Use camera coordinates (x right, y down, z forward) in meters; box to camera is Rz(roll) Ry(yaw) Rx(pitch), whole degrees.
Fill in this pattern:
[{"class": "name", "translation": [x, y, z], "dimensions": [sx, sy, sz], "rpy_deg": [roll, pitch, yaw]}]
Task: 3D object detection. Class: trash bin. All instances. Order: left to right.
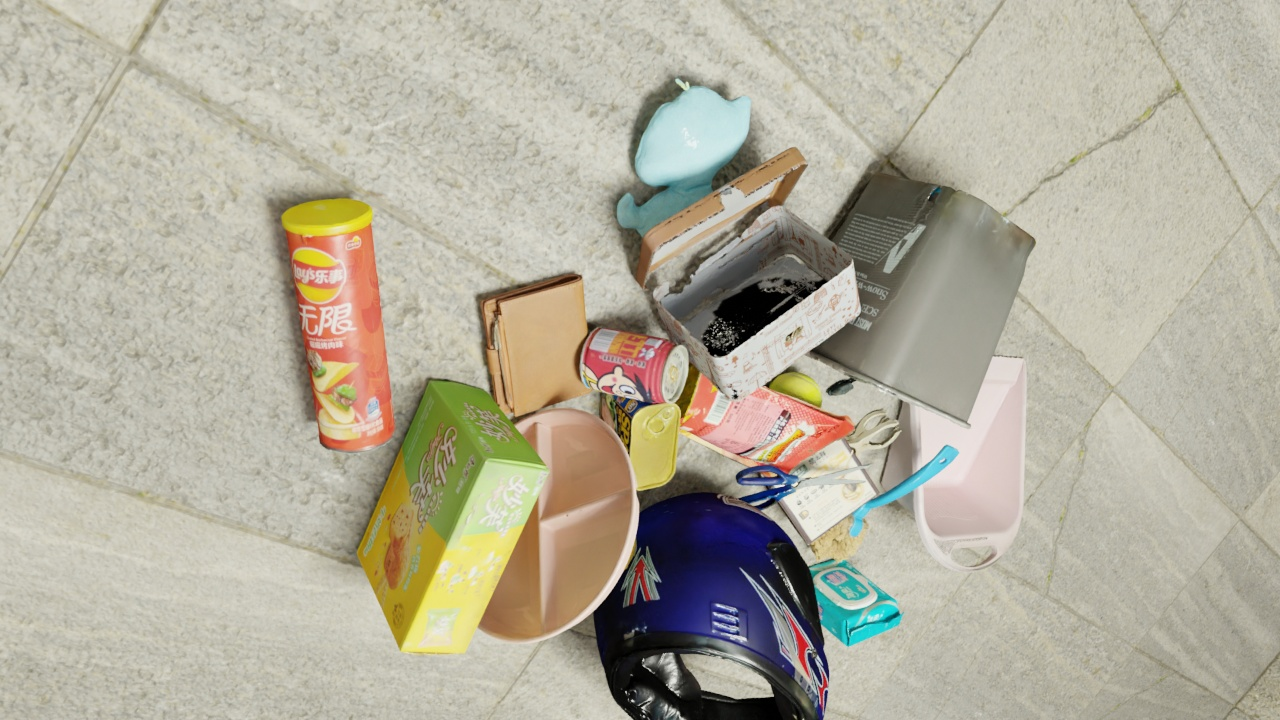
[{"class": "trash bin", "translation": [0.295, -0.070, 1.011], "dimensions": [0.198, 0.199, 0.220], "rpy_deg": [20, 98, -35]}]

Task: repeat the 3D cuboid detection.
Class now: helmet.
[{"class": "helmet", "translation": [0.090, 0.291, 1.045], "dimensions": [0.248, 0.239, 0.315], "rpy_deg": [-20, 125, 28]}]

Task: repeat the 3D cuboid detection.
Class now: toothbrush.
[{"class": "toothbrush", "translation": [0.317, 0.004, 1.162], "dimensions": [0.188, 0.017, 0.014], "rpy_deg": [-25, 110, -16]}]

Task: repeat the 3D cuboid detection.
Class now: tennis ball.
[{"class": "tennis ball", "translation": [0.180, 0.046, 1.079], "dimensions": [0.065, 0.065, 0.065], "rpy_deg": [-13, 121, -23]}]

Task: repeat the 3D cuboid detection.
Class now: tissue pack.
[{"class": "tissue pack", "translation": [0.278, 0.326, 1.240], "dimensions": [0.093, 0.133, 0.050], "rpy_deg": [-12, 116, -27]}]

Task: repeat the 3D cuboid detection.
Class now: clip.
[{"class": "clip", "translation": [0.287, 0.102, 1.191], "dimensions": [0.100, 0.034, 0.071], "rpy_deg": [-32, 127, 0]}]

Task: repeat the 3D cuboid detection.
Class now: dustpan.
[{"class": "dustpan", "translation": [0.449, 0.134, 1.229], "dimensions": [0.222, 0.139, 0.274], "rpy_deg": [0, 116, -28]}]

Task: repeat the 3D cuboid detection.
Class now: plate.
[{"class": "plate", "translation": [-0.094, 0.157, 0.886], "dimensions": [0.229, 0.229, 0.028], "rpy_deg": [-51, 138, 4]}]

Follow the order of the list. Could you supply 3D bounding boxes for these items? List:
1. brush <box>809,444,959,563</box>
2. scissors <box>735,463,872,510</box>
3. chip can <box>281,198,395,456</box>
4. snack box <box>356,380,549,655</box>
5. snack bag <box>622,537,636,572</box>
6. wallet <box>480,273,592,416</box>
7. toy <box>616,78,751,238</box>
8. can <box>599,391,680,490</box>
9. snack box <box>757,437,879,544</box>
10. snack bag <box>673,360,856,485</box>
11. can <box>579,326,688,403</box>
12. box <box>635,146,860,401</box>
[{"class": "brush", "translation": [0.308, 0.187, 1.185], "dimensions": [0.083, 0.045, 0.255], "rpy_deg": [24, 128, -28]}, {"class": "scissors", "translation": [0.183, 0.149, 1.086], "dimensions": [0.165, 0.012, 0.157], "rpy_deg": [19, 132, -30]}, {"class": "chip can", "translation": [-0.258, -0.027, 0.793], "dimensions": [0.073, 0.073, 0.217], "rpy_deg": [-11, 120, -24]}, {"class": "snack box", "translation": [-0.185, 0.146, 0.871], "dimensions": [0.070, 0.158, 0.210], "rpy_deg": [15, 107, -38]}, {"class": "snack bag", "translation": [-0.049, 0.175, 0.950], "dimensions": [0.039, 0.191, 0.110], "rpy_deg": [28, 94, -14]}, {"class": "wallet", "translation": [-0.100, -0.013, 0.913], "dimensions": [0.107, 0.031, 0.132], "rpy_deg": [-19, 123, -24]}, {"class": "toy", "translation": [0.042, -0.191, 0.886], "dimensions": [0.161, 0.049, 0.156], "rpy_deg": [-27, 133, -4]}, {"class": "can", "translation": [-0.004, 0.073, 0.979], "dimensions": [0.057, 0.083, 0.102], "rpy_deg": [-10, 119, -25]}, {"class": "snack box", "translation": [0.218, 0.147, 1.142], "dimensions": [0.113, 0.053, 0.125], "rpy_deg": [-35, 106, -2]}, {"class": "snack bag", "translation": [0.123, 0.070, 1.026], "dimensions": [0.207, 0.073, 0.129], "rpy_deg": [23, 131, -25]}, {"class": "can", "translation": [-0.005, 0.005, 0.924], "dimensions": [0.066, 0.094, 0.067], "rpy_deg": [-40, 135, -55]}, {"class": "box", "translation": [0.100, -0.102, 0.898], "dimensions": [0.182, 0.155, 0.187], "rpy_deg": [-35, 141, -10]}]
